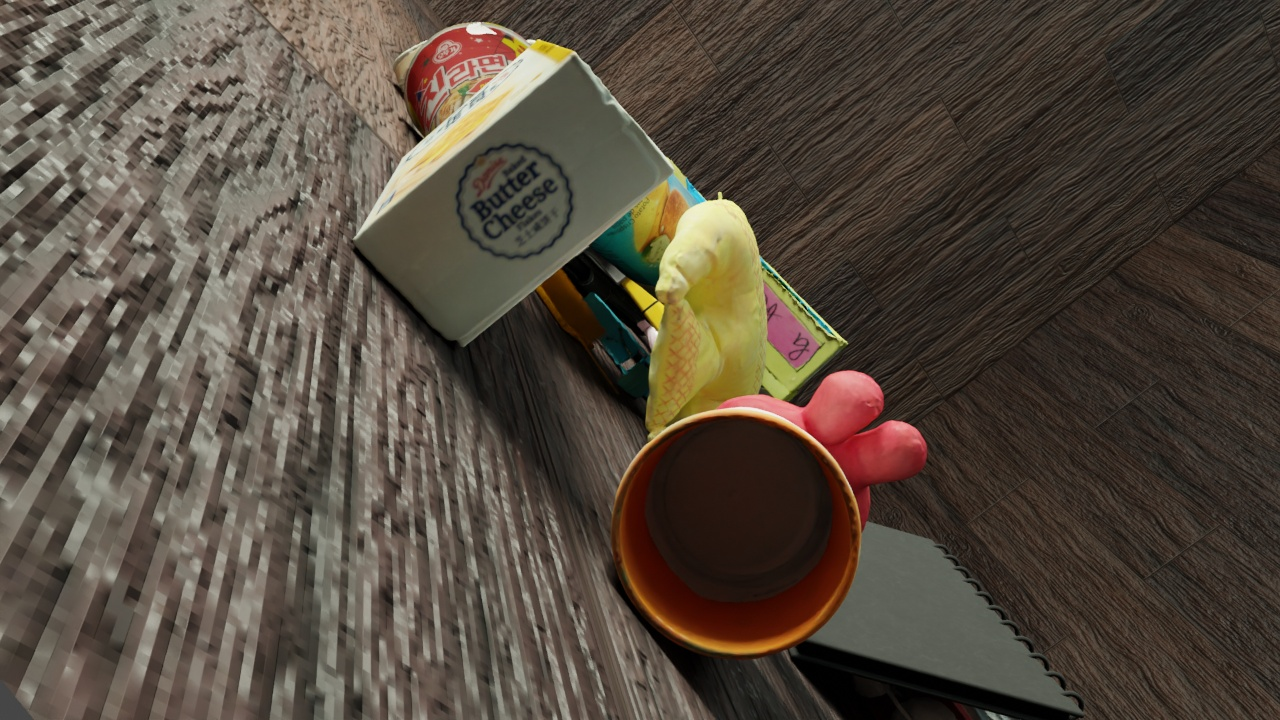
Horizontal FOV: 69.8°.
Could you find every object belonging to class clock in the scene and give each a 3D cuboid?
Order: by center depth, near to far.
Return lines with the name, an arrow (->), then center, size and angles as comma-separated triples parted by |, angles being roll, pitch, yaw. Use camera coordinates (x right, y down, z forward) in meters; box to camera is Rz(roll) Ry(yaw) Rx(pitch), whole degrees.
clock -> 0.172, 0.218, 0.561 | 0.124, 0.044, 0.087 | 48, 7, -36

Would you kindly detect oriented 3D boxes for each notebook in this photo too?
notebook -> 0.155, 0.146, 0.587 | 0.169, 0.019, 0.231 | 16, 11, -5
notebook -> -0.075, -0.113, 0.828 | 0.209, 0.029, 0.169 | 38, 12, -51

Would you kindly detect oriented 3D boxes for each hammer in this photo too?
hammer -> 0.051, 0.012, 0.750 | 0.324, 0.034, 0.169 | 54, 9, 11

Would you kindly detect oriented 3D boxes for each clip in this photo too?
clip -> -0.003, 0.005, 0.655 | 0.120, 0.033, 0.118 | 49, 3, -14

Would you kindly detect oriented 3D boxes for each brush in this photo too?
brush -> -0.044, -0.032, 0.601 | 0.126, 0.017, 0.048 | 54, 7, 28

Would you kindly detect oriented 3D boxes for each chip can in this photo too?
chip can -> 0.010, -0.084, 0.616 | 0.080, 0.080, 0.229 | 54, 10, 29

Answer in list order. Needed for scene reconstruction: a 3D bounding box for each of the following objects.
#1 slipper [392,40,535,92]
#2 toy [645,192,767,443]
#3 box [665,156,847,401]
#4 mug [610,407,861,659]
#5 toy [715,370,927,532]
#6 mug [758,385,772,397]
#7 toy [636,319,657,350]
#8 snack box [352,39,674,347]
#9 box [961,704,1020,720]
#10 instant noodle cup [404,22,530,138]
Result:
slipper -> -0.137, -0.245, 0.812 | 0.272, 0.114, 0.054 | -27, 101, -81
toy -> 0.042, -0.020, 0.564 | 0.065, 0.171, 0.154 | 11, 22, 21
box -> 0.077, -0.068, 0.799 | 0.221, 0.079, 0.124 | 46, 9, 8
mug -> 0.037, 0.058, 0.350 | 0.082, 0.082, 0.105 | 51, 5, 6
toy -> 0.070, 0.055, 0.432 | 0.091, 0.135, 0.045 | 50, 37, -9
mug -> 0.066, 0.029, 0.855 | 0.111, 0.075, 0.076 | 16, 24, -28
toy -> 0.008, -0.048, 0.965 | 0.110, 0.047, 0.063 | 60, 15, 5
snack box -> -0.060, -0.089, 0.416 | 0.057, 0.104, 0.207 | 48, 6, -22
box -> 0.229, 0.241, 0.657 | 0.213, 0.063, 0.118 | 50, -24, 6
instant noodle cup -> -0.098, -0.150, 0.595 | 0.100, 0.100, 0.112 | 45, 16, -41
